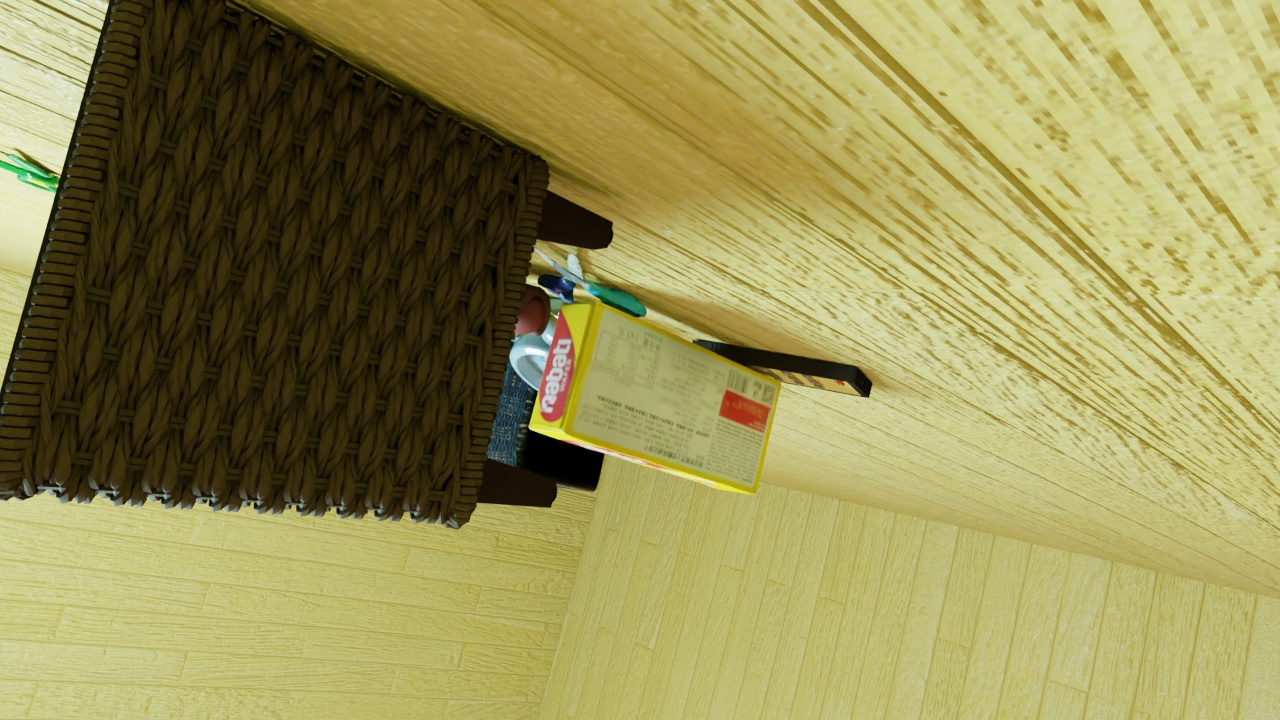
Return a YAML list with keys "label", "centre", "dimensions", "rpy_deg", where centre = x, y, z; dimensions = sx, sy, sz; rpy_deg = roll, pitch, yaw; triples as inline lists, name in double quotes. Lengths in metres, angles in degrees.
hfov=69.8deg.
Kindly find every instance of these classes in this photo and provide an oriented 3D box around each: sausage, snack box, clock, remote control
- label: "sausage"
  centre: [-0.132, -0.048, 0.645]
  dimensions: [0.156, 0.040, 0.040]
  rpy_deg: [16, 174, 27]
- label: "snack box"
  centre: [0.018, 0.032, 0.660]
  dimensions: [0.200, 0.092, 0.042]
  rpy_deg: [22, 167, -40]
- label: "clock"
  centre: [-0.064, -0.012, 0.717]
  dimensions: [0.089, 0.051, 0.124]
  rpy_deg: [4, 147, 38]
- label: "remote control"
  centre: [0.108, 0.007, 0.713]
  dimensions: [0.134, 0.013, 0.058]
  rpy_deg: [11, 171, 29]

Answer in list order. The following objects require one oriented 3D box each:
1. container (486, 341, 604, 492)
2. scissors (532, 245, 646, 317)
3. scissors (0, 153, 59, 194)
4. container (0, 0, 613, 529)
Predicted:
- label: "container"
  centre: [-0.090, 0.044, 0.868]
  dimensions: [0.071, 0.145, 0.187]
  rpy_deg: [8, 170, 21]
- label: "scissors"
  centre: [-0.053, -0.053, 0.590]
  dimensions: [0.086, 0.015, 0.135]
  rpy_deg: [14, 173, 24]
- label: "scissors"
  centre: [-0.477, -0.146, 0.743]
  dimensions: [0.119, 0.012, 0.129]
  rpy_deg: [16, 174, -15]
- label: "container"
  centre: [-0.177, -0.025, 0.463]
  dimensions: [0.204, 0.176, 0.322]
  rpy_deg: [15, 173, -31]
